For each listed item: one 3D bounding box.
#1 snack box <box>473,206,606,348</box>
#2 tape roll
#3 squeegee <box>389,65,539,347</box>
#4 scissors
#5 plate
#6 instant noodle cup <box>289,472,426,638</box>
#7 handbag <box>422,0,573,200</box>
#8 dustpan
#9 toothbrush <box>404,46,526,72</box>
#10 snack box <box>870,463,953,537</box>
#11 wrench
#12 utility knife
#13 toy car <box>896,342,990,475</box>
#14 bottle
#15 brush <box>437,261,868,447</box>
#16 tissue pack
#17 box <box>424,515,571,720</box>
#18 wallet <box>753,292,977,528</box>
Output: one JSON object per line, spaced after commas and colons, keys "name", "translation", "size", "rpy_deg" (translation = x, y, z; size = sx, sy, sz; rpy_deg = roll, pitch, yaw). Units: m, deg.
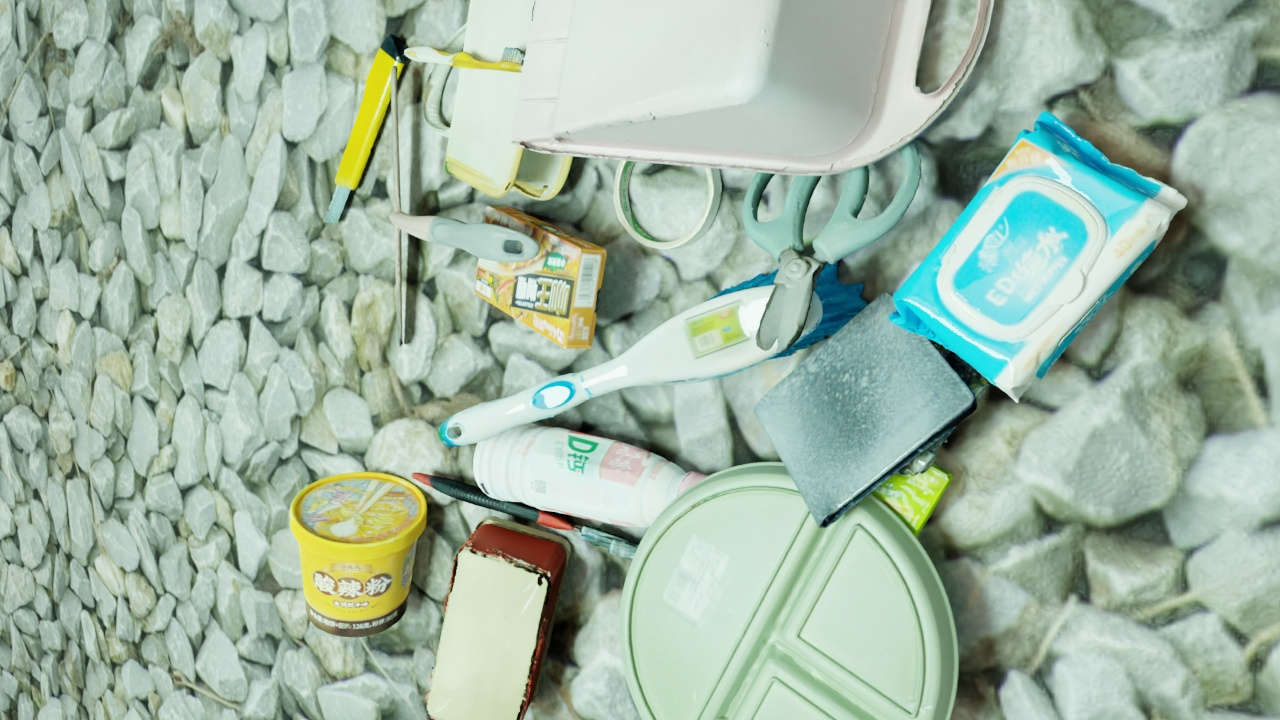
{"name": "snack box", "translation": [-0.081, -0.067, 0.707], "size": [0.154, 0.026, 0.075], "rpy_deg": [30, 115, 49]}
{"name": "tape roll", "translation": [0.019, -0.124, 0.666], "size": [0.086, 0.013, 0.086], "rpy_deg": [6, 101, 34]}
{"name": "squeegee", "translation": [-0.156, -0.104, 0.717], "size": [0.250, 0.040, 0.248], "rpy_deg": [21, 113, 50]}
{"name": "scissors", "translation": [0.122, -0.076, 0.545], "size": [0.132, 0.019, 0.185], "rpy_deg": [-14, 53, 23]}
{"name": "plate", "translation": [0.083, 0.180, 0.590], "size": [0.231, 0.027, 0.230], "rpy_deg": [-3, 83, 27]}
{"name": "instant noodle cup", "translation": [-0.261, 0.181, 0.848], "size": [0.118, 0.118, 0.115], "rpy_deg": [24, 117, 29]}
{"name": "handbag", "translation": [-0.113, -0.221, 0.724], "size": [0.179, 0.063, 0.163], "rpy_deg": [30, 113, 43]}
{"name": "dustpan", "translation": [0.062, -0.221, 0.576], "size": [0.274, 0.138, 0.222], "rpy_deg": [18, 98, 45]}
{"name": "toothbrush", "translation": [-0.136, -0.232, 0.696], "size": [0.191, 0.016, 0.018], "rpy_deg": [27, 102, 48]}
{"name": "snack box", "translation": [0.127, 0.119, 0.603], "size": [0.086, 0.026, 0.156], "rpy_deg": [32, 101, 25]}
{"name": "wrench", "translation": [-0.093, 0.128, 0.764], "size": [0.274, 0.056, 0.016], "rpy_deg": [11, 79, 37]}
{"name": "utility knife", "translation": [-0.254, -0.205, 0.840], "size": [0.033, 0.015, 0.196], "rpy_deg": [44, 119, 25]}
{"name": "toy car", "translation": [0.177, 0.029, 0.560], "size": [0.043, 0.034, 0.091], "rpy_deg": [37, 100, 26]}
{"name": "bottle", "translation": [-0.035, 0.092, 0.706], "size": [0.197, 0.068, 0.068], "rpy_deg": [9, 102, 30]}
{"name": "brush", "translation": [-0.004, 0.004, 0.644], "size": [0.315, 0.109, 0.060], "rpy_deg": [-20, 91, 35]}
{"name": "tissue pack", "translation": [0.212, -0.055, 0.503], "size": [0.090, 0.063, 0.140], "rpy_deg": [42, 105, 22]}
{"name": "box", "translation": [-0.123, 0.226, 0.761], "size": [0.091, 0.079, 0.168], "rpy_deg": [16, 107, 6]}
{"name": "wallet", "translation": [0.133, 0.029, 0.560], "size": [0.121, 0.019, 0.097], "rpy_deg": [-45, 48, 21]}
